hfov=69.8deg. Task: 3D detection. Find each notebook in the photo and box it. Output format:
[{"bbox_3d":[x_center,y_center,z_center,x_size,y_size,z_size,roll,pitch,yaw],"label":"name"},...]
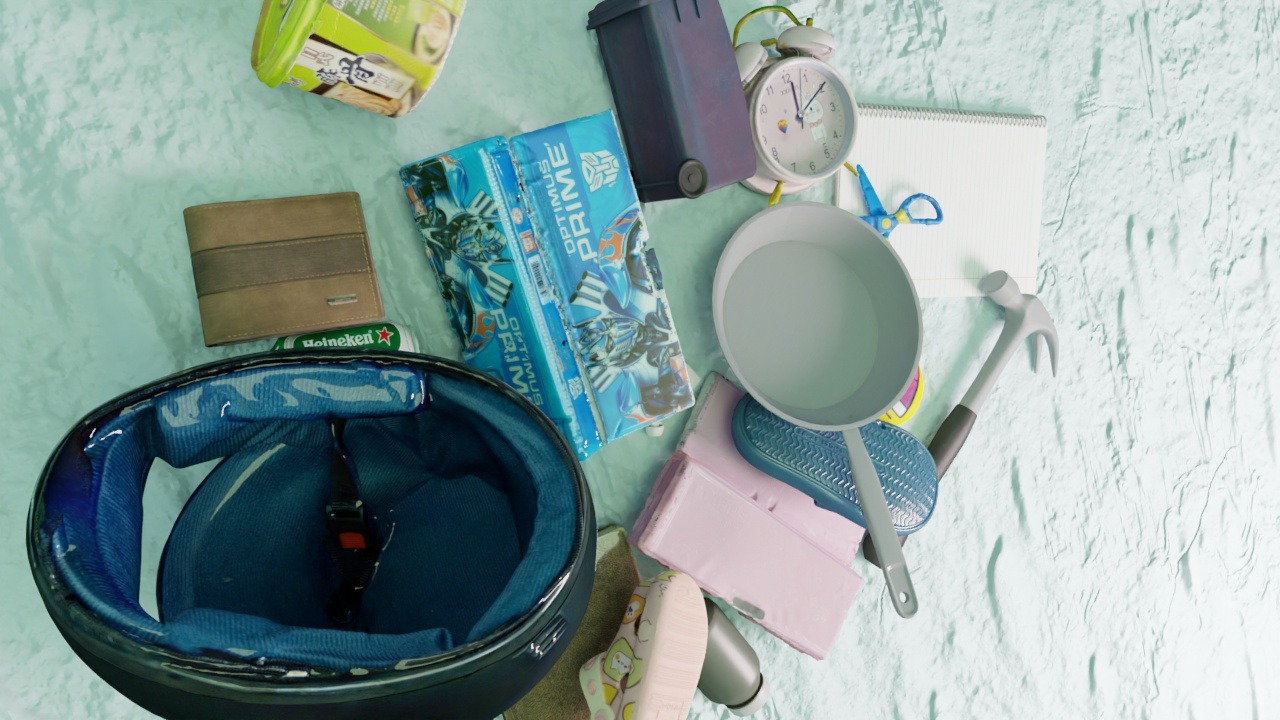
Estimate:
[{"bbox_3d":[-0.072,0.262,0.766,0.190,0.034,0.215,-19,103,-19],"label":"notebook"},{"bbox_3d":[0.290,-0.150,0.881,0.245,0.013,0.178,-3,100,-22],"label":"notebook"}]

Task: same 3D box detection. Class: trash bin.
[{"bbox_3d":[0.023,-0.210,0.717,0.092,0.094,0.161,-24,107,-28],"label":"trash bin"}]

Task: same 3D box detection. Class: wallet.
[{"bbox_3d":[-0.247,-0.066,0.642,0.121,0.027,0.098,-10,82,-25],"label":"wallet"}]

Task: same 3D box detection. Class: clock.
[{"bbox_3d":[0.122,-0.217,0.775,0.116,0.059,0.158,-23,104,-19],"label":"clock"}]

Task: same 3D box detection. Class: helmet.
[{"bbox_3d":[-0.190,0.127,0.587,0.315,0.237,0.248,0,66,-24],"label":"helmet"}]

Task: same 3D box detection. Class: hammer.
[{"bbox_3d":[0.313,0.070,0.906,0.125,0.029,0.310,36,84,-26],"label":"hammer"}]

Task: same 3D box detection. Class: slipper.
[{"bbox_3d":[-0.006,0.262,0.732,0.093,0.082,0.197,29,71,-54],"label":"slipper"},{"bbox_3d":[0.172,0.093,0.814,0.213,0.059,0.103,22,59,-14],"label":"slipper"}]

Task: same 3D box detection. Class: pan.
[{"bbox_3d":[0.167,0.037,0.774,0.200,0.051,0.356,-10,81,-21],"label":"pan"}]

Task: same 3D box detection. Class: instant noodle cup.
[{"bbox_3d":[-0.183,-0.232,0.604,0.097,0.146,0.146,20,88,-34],"label":"instant noodle cup"}]

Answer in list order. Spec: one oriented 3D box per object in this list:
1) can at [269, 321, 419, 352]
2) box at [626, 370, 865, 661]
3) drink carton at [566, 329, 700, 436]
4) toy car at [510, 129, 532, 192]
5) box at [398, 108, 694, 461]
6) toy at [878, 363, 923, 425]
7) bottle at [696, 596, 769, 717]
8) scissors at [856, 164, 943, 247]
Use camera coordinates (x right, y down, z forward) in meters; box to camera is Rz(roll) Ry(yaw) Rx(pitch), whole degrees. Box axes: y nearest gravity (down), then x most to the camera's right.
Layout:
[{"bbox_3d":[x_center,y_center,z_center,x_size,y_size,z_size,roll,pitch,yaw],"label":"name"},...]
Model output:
[{"bbox_3d":[-0.214,0.002,0.664,0.101,0.053,0.053,-10,100,-21],"label":"can"},{"bbox_3d":[0.115,0.140,0.813,0.232,0.039,0.178,35,72,-23],"label":"box"},{"bbox_3d":[-0.005,0.005,0.766,0.122,0.039,0.069,45,78,-27],"label":"drink carton"},{"bbox_3d":[-0.068,-0.137,0.723,0.089,0.025,0.038,45,79,-21],"label":"toy car"},{"bbox_3d":[-0.068,-0.047,0.681,0.170,0.071,0.243,-15,104,7],"label":"box"},{"bbox_3d":[0.225,0.019,0.857,0.094,0.041,0.095,-38,106,-18],"label":"toy"},{"bbox_3d":[0.068,0.263,0.811,0.060,0.060,0.108,-42,110,-13],"label":"bottle"},{"bbox_3d":[0.224,-0.119,0.846,0.125,0.015,0.127,-1,97,-19],"label":"scissors"}]
